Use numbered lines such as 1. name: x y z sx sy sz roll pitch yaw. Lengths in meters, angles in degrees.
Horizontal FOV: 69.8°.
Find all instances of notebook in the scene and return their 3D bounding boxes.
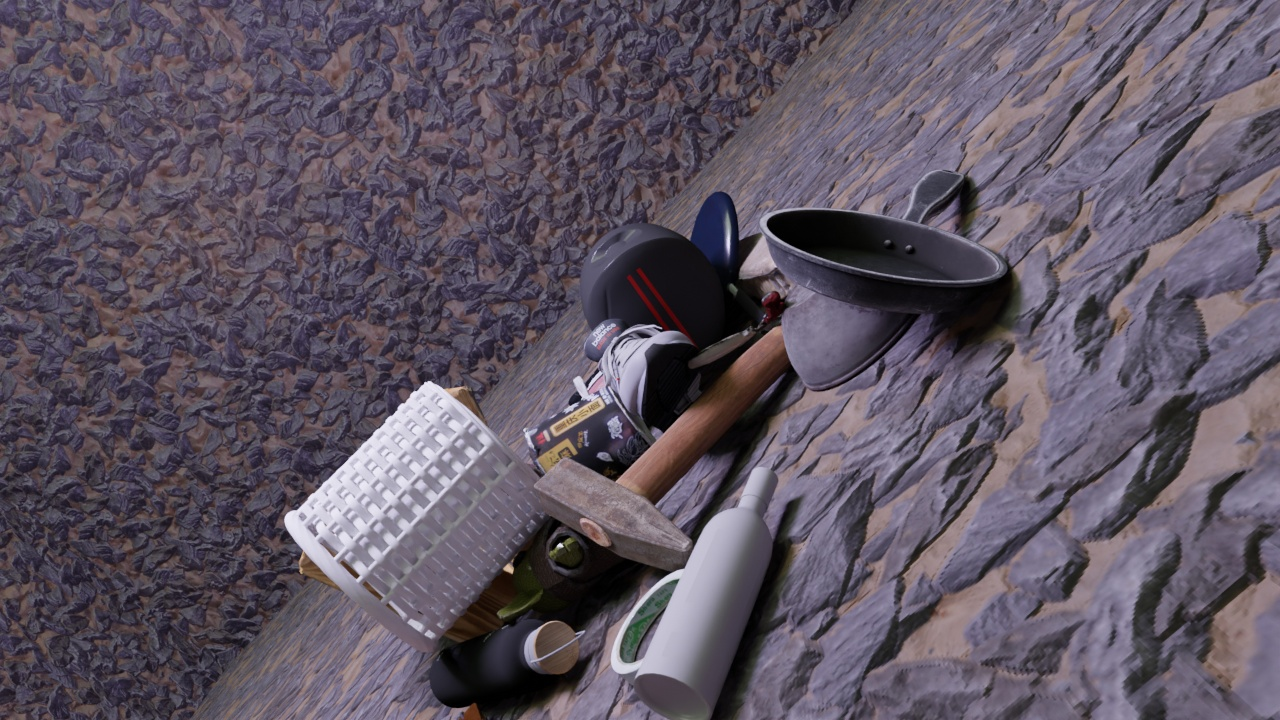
1. notebook: -0.199 0.406 0.767 0.225 0.024 0.167 -49 12 -11

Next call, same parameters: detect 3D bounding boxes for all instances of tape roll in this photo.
1. tape roll: 0.015 0.200 0.692 0.094 0.018 0.093 -45 12 12

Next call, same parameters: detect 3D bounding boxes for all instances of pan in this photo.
1. pan: 0.224 -0.112 0.777 0.355 0.187 0.055 -32 -45 -56
2. pan: 0.107 -0.100 1.168 0.356 0.021 0.199 -118 34 -66

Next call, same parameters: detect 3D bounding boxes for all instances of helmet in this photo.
1. helmet: 0.020 -0.066 1.107 0.164 0.170 0.265 -36 -28 3

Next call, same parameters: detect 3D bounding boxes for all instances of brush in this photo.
1. brush: 0.156 -0.123 1.185 0.083 0.056 0.271 -48 11 -5

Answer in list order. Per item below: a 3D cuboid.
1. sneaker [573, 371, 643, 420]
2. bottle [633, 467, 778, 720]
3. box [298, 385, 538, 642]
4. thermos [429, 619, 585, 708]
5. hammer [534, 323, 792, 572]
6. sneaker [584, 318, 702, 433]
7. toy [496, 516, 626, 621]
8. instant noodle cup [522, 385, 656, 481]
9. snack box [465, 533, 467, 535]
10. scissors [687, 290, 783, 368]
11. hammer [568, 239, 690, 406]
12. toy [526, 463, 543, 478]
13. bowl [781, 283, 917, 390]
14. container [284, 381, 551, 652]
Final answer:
1. sneaker: -0.043 0.073 1.152 0.240 0.118 0.088 -58 -6 -25
2. bottle: 0.057 0.148 0.627 0.053 0.052 0.194 -36 15 44
3. box: -0.229 0.179 1.129 0.263 0.269 0.280 -62 14 -13
4. thermos: -0.120 0.274 0.833 0.232 0.061 0.061 -34 17 49
5. hammer: 0.063 0.060 0.833 0.158 0.037 0.299 22 51 36
6. sneaker: -0.005 0.005 0.948 0.088 0.124 0.240 -47 -19 -9
7. toy: -0.058 0.176 0.865 0.153 0.078 0.179 -42 -10 18
8. instant noodle cup: -0.046 0.098 1.012 0.112 0.137 0.137 -38 11 2
9. snack box: -0.236 0.271 1.336 0.181 0.045 0.121 -45 8 -5
10. scissors: 0.111 -0.033 0.902 0.179 0.015 0.195 -33 -11 -20
11. hammer: 0.002 -0.046 1.413 0.333 0.118 0.025 -50 8 15
12. toy: -0.097 0.120 1.236 0.194 0.084 0.159 -48 -19 -1
13. bowl: 0.178 -0.049 0.819 0.145 0.067 0.144 -45 11 11
14. container: -0.207 0.149 0.895 0.186 0.189 0.189 -47 11 -15
